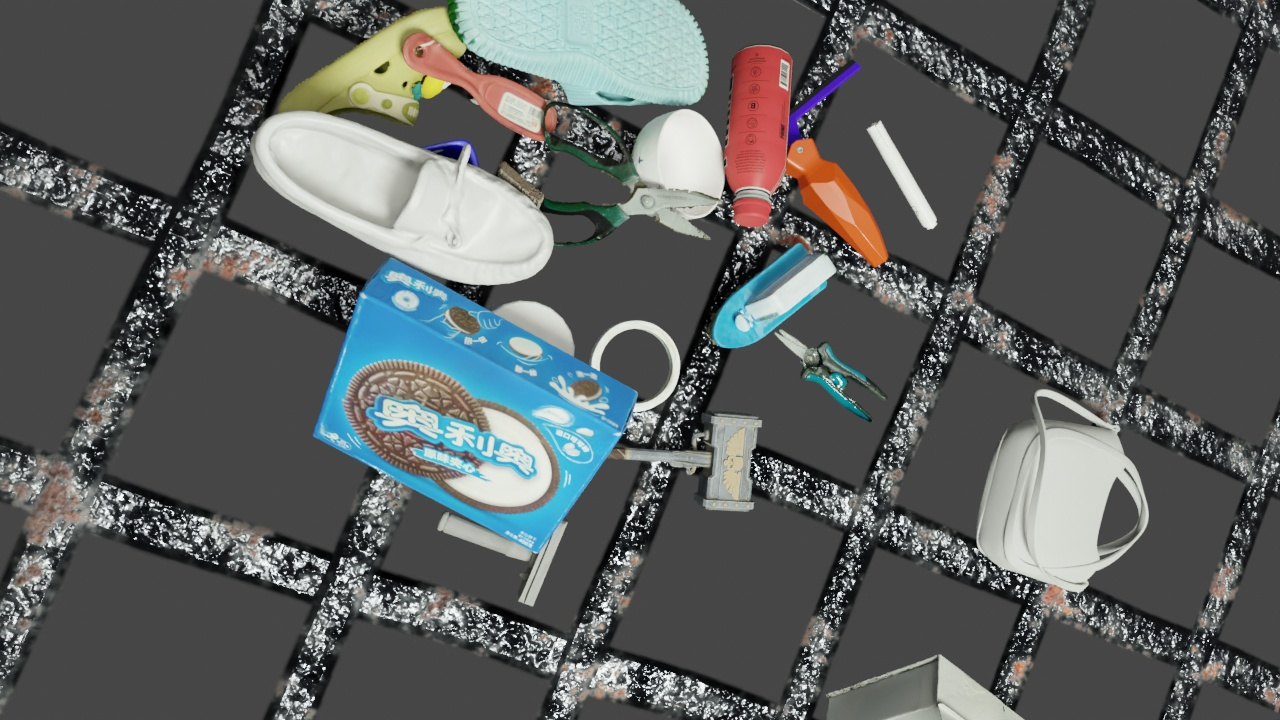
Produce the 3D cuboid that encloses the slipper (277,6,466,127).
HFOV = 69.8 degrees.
[{"bbox_3d":[-0.228,-0.246,0.822,0.190,0.092,0.081,-33,103,-8],"label":"slipper"}]

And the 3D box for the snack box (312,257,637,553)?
[{"bbox_3d":[-0.148,0.048,0.796,0.239,0.196,0.056,29,41,-5],"label":"snack box"}]

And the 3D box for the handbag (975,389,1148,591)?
[{"bbox_3d":[0.502,0.155,1.040,0.222,0.096,0.216,13,91,-21],"label":"handbag"}]

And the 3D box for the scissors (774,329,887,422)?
[{"bbox_3d":[0.203,0.019,0.987,0.128,0.019,0.139,-11,94,-14],"label":"scissors"}]

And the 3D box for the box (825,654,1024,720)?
[{"bbox_3d":[0.357,0.391,0.797,0.167,0.507,0.148,37,78,-13],"label":"box"}]

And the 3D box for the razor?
[{"bbox_3d":[-0.141,0.176,0.893,0.116,0.047,0.088,23,87,-7],"label":"razor"}]

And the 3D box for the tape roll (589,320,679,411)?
[{"bbox_3d":[-0.006,0.005,0.933,0.093,0.013,0.093,-1,94,-16],"label":"tape roll"}]

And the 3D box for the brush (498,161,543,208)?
[{"bbox_3d":[-0.111,-0.144,0.829,0.045,0.143,0.008,40,81,-5],"label":"brush"}]

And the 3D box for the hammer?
[{"bbox_3d":[-0.040,0.091,0.916,0.321,0.044,0.098,5,91,-13],"label":"hammer"}]

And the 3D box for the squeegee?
[{"bbox_3d":[0.195,-0.174,0.955,0.249,0.055,0.185,-40,94,-10],"label":"squeegee"}]

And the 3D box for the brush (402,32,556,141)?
[{"bbox_3d":[-0.147,-0.248,0.834,0.172,0.030,0.041,20,94,-46],"label":"brush"}]

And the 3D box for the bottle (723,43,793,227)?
[{"bbox_3d":[0.115,-0.220,0.910,0.062,0.062,0.176,9,77,-16],"label":"bottle"}]

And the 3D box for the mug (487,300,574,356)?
[{"bbox_3d":[-0.112,0.005,0.864,0.091,0.090,0.121,-16,97,-14],"label":"mug"}]

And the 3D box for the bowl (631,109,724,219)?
[{"bbox_3d":[0.031,-0.189,0.901,0.104,0.054,0.105,3,86,-49],"label":"bowl"}]

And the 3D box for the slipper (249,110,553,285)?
[{"bbox_3d":[-0.185,-0.133,0.734,0.246,0.074,0.112,22,102,-17],"label":"slipper"}]

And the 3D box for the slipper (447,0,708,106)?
[{"bbox_3d":[-0.056,-0.306,0.869,0.275,0.070,0.116,1,95,-32],"label":"slipper"}]

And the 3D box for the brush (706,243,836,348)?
[{"bbox_3d":[0.129,-0.060,0.934,0.135,0.075,0.055,-38,101,-11],"label":"brush"}]

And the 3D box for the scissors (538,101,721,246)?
[{"bbox_3d":[-0.019,-0.176,0.854,0.210,0.015,0.155,2,101,18],"label":"scissors"}]

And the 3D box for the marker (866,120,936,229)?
[{"bbox_3d":[0.286,-0.200,0.998,0.017,0.020,0.133,-34,101,-1],"label":"marker"}]

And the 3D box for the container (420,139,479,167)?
[{"bbox_3d":[-0.187,-0.140,0.824,0.084,0.114,0.085,-16,97,-14],"label":"container"}]
